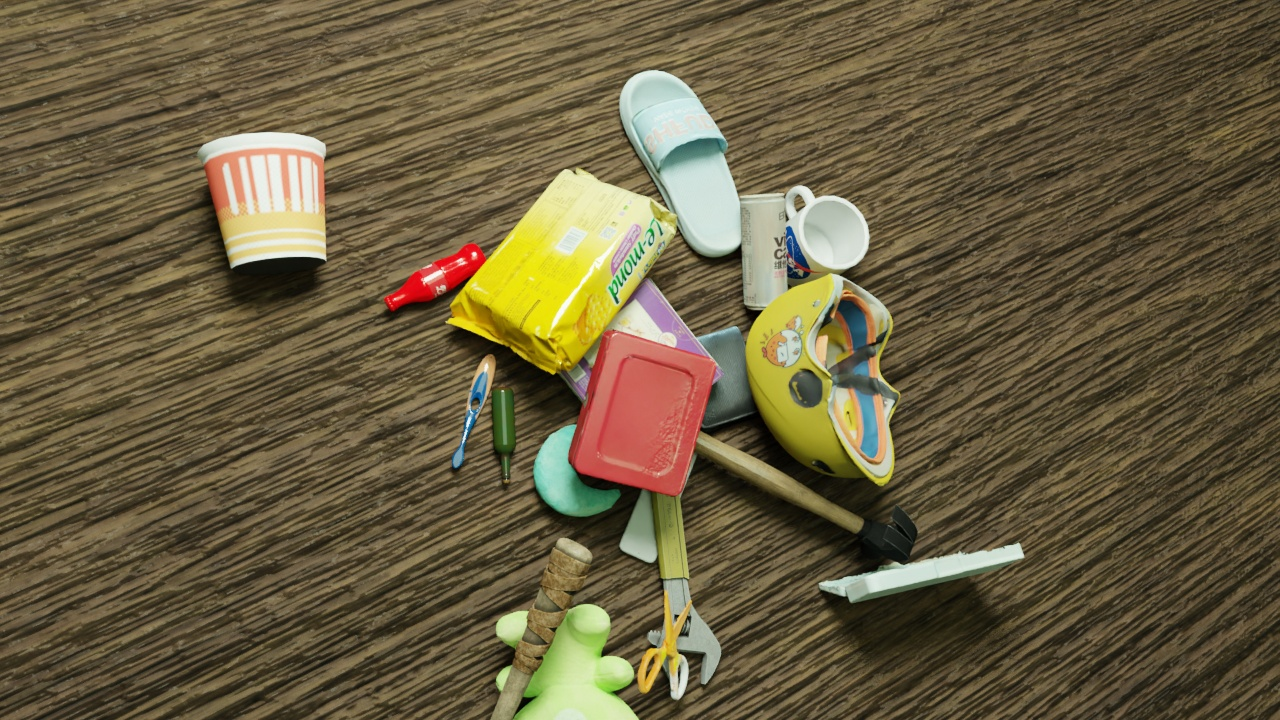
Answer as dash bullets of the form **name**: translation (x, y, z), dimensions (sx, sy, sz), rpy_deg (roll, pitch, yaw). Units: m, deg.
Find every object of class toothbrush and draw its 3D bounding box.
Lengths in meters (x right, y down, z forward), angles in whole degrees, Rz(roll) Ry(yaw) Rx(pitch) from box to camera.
- **toothbrush**: translation (-0.185, 0.056, 1.016), dimensions (0.021, 0.017, 0.134), rpy_deg (20, 72, -14)

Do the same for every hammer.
- **hammer**: translation (-0.125, 0.321, 0.885), dimensions (0.121, 0.049, 0.319), rpy_deg (25, 95, 21)
- **hammer**: translation (0.168, 0.145, 1.044), dimensions (0.305, 0.132, 0.040), rpy_deg (28, 71, -2)

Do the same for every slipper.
- **slipper**: translation (0.062, -0.244, 1.113), dimensions (0.104, 0.074, 0.245), rpy_deg (-23, 87, -19)

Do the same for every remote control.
- **remote control**: translation (0.022, 0.157, 1.053), dimensions (0.045, 0.008, 0.146), rpy_deg (26, 73, -9)

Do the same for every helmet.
- **helmet**: translation (0.198, 0.028, 1.047), dimensions (0.208, 0.140, 0.239), rpy_deg (11, 72, -54)

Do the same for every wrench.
- **wrench**: translation (0.040, 0.225, 1.031), dimensions (0.083, 0.018, 0.273), rpy_deg (-3, 83, -21)

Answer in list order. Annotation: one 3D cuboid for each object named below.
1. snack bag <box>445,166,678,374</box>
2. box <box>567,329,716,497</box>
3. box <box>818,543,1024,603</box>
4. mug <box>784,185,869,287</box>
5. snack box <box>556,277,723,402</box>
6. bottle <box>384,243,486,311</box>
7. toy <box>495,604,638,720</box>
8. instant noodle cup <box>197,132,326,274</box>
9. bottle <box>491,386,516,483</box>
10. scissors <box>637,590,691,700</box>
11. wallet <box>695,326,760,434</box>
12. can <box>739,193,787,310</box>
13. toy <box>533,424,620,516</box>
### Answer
- **snack bag**: translation (-0.085, -0.106, 1.011), dimensions (0.160, 0.068, 0.246), rpy_deg (26, 69, 26)
- **box**: translation (0.000, 0.055, 0.977), dimensions (0.129, 0.093, 0.157), rpy_deg (15, 86, -10)
- **box**: translation (0.319, 0.243, 1.048), dimensions (0.197, 0.135, 0.040), rpy_deg (-7, 72, -16)
- **mug**: translation (0.212, -0.157, 1.126), dimensions (0.091, 0.090, 0.121), rpy_deg (-21, 85, -18)
- **snack box**: translation (-0.006, 0.006, 1.045), dimensions (0.148, 0.040, 0.143), rpy_deg (-38, 90, -7)
- **bottle**: translation (-0.229, -0.090, 1.022), dimensions (0.118, 0.036, 0.036), rpy_deg (-31, 88, -18)
- **toy**: translation (-0.072, 0.349, 0.942), dimensions (0.150, 0.107, 0.197), rpy_deg (-8, 89, 3)
- **instant noodle cup**: translation (-0.384, -0.158, 0.956), dimensions (0.123, 0.123, 0.121), rpy_deg (-8, 88, -17)
- **bottle**: translation (-0.150, 0.083, 1.013), dimensions (0.025, 0.025, 0.106), rpy_deg (-1, 79, -16)
- **scissors**: translation (0.032, 0.309, 0.977), dimensions (0.125, 0.011, 0.128), rpy_deg (-54, 134, -42)
- **wallet**: translation (0.094, 0.023, 1.091), dimensions (0.089, 0.026, 0.115), rpy_deg (-18, 84, -16)
- **can**: translation (0.148, -0.131, 1.101), dimensions (0.054, 0.054, 0.136), rpy_deg (-7, 102, -16)
- **toy**: translation (-0.077, 0.129, 1.022), dimensions (0.084, 0.033, 0.105), rpy_deg (-28, 86, -30)
